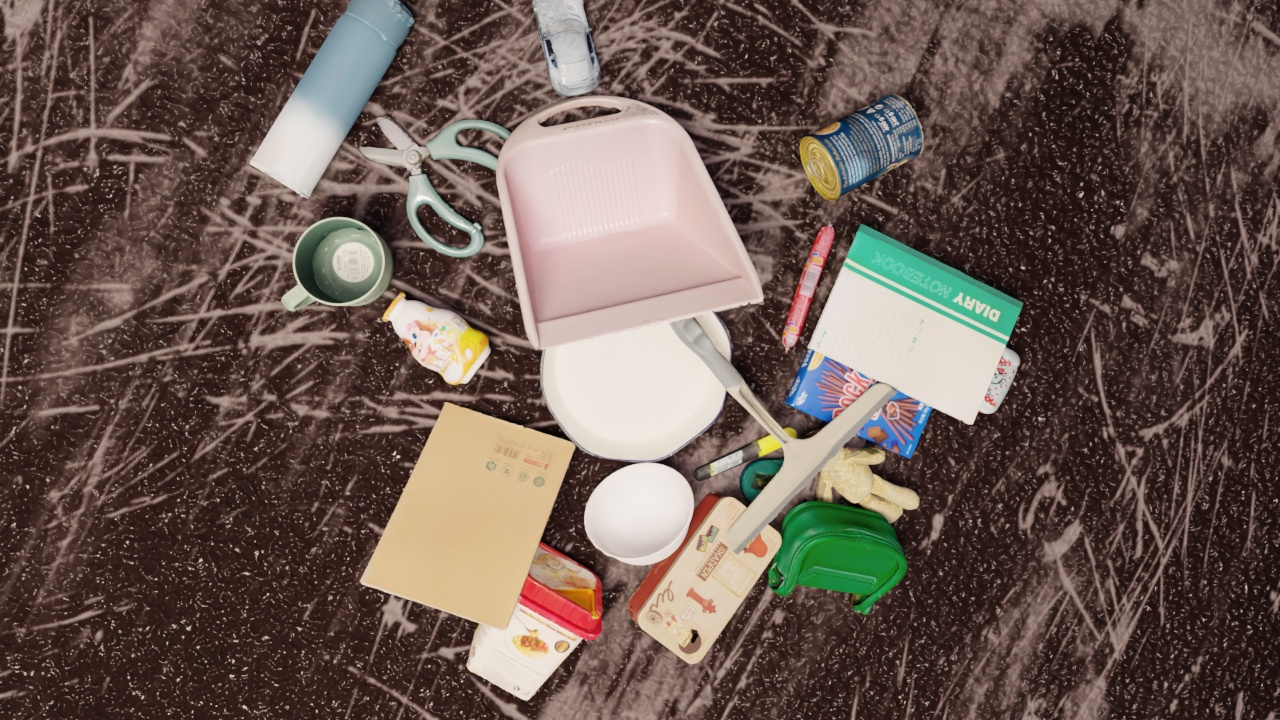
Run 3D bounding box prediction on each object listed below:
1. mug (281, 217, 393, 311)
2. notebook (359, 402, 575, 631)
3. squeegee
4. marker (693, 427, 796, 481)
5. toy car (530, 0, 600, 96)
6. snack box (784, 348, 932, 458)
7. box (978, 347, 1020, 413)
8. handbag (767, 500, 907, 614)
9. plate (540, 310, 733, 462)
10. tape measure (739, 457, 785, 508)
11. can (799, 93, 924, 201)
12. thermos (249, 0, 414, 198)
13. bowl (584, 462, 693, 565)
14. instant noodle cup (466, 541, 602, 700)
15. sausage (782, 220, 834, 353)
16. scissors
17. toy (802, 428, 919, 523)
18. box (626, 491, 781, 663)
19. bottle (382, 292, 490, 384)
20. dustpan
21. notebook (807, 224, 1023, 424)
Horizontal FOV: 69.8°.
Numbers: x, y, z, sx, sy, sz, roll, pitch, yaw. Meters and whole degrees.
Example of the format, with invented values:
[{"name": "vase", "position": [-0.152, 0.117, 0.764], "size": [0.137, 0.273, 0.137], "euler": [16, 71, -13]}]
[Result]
[{"name": "mug", "position": [-0.298, -0.086, 0.900], "size": [0.111, 0.106, 0.082], "euler": [-38, 99, -6]}, {"name": "notebook", "position": [-0.167, 0.149, 0.917], "size": [0.148, 0.008, 0.207], "euler": [17, 58, 3]}, {"name": "squeegee", "position": [0.103, 0.029, 0.961], "size": [0.246, 0.039, 0.246], "euler": [-44, 102, -8]}, {"name": "marker", "position": [0.116, 0.105, 1.023], "size": [0.124, 0.015, 0.018], "euler": [-24, 96, -4]}, {"name": "toy car", "position": [-0.077, -0.336, 0.956], "size": [0.054, 0.037, 0.120], "euler": [-14, 92, -8]}, {"name": "snack box", "position": [0.250, 0.041, 1.033], "size": [0.157, 0.026, 0.084], "euler": [24, 90, -9]}, {"name": "box", "position": [0.334, -0.021, 1.032], "size": [0.201, 0.048, 0.087], "euler": [32, 88, -9]}, {"name": "handbag", "position": [0.216, 0.221, 1.009], "size": [0.131, 0.068, 0.120], "euler": [11, 118, -12]}, {"name": "plate", "position": [-0.006, 0.006, 0.982], "size": [0.204, 0.045, 0.205], "euler": [-1, 93, -10]}, {"name": "tape measure", "position": [0.139, 0.137, 1.022], "size": [0.054, 0.025, 0.058], "euler": [1, 92, -10]}, {"name": "can", "position": [0.239, -0.231, 0.991], "size": [0.111, 0.075, 0.075], "euler": [-28, 97, -7]}, {"name": "thermos", "position": [-0.303, -0.270, 0.912], "size": [0.070, 0.070, 0.220], "euler": [31, 88, -9]}, {"name": "bowl", "position": [0.006, 0.175, 0.977], "size": [0.118, 0.118, 0.065], "euler": [-29, 135, -6]}, {"name": "instant noodle cup", "position": [-0.113, 0.271, 0.954], "size": [0.116, 0.116, 0.124], "euler": [32, 100, -9]}, {"name": "sausage", "position": [0.185, -0.082, 1.019], "size": [0.020, 0.020, 0.156], "euler": [19, 90, -9]}, {"name": "scissors", "position": [-0.195, -0.204, 0.955], "size": [0.177, 0.019, 0.174], "euler": [-38, 97, -4]}, {"name": "toy", "position": [0.242, 0.129, 1.025], "size": [0.157, 0.066, 0.105], "euler": [34, 130, -13]}, {"name": "box", "position": [0.067, 0.233, 0.997], "size": [0.091, 0.079, 0.168], "euler": [39, 81, -8]}, {"name": "bottle", "position": [-0.210, -0.024, 0.940], "size": [0.108, 0.063, 0.063], "euler": [36, 87, -9]}, {"name": "dustpan", "position": [-0.031, -0.150, 0.890], "size": [0.222, 0.273, 0.139], "euler": [-14, 124, -11]}, {"name": "notebook", "position": [0.303, -0.039, 1.004], "size": [0.209, 0.012, 0.150], "euler": [24, 87, -9]}]
